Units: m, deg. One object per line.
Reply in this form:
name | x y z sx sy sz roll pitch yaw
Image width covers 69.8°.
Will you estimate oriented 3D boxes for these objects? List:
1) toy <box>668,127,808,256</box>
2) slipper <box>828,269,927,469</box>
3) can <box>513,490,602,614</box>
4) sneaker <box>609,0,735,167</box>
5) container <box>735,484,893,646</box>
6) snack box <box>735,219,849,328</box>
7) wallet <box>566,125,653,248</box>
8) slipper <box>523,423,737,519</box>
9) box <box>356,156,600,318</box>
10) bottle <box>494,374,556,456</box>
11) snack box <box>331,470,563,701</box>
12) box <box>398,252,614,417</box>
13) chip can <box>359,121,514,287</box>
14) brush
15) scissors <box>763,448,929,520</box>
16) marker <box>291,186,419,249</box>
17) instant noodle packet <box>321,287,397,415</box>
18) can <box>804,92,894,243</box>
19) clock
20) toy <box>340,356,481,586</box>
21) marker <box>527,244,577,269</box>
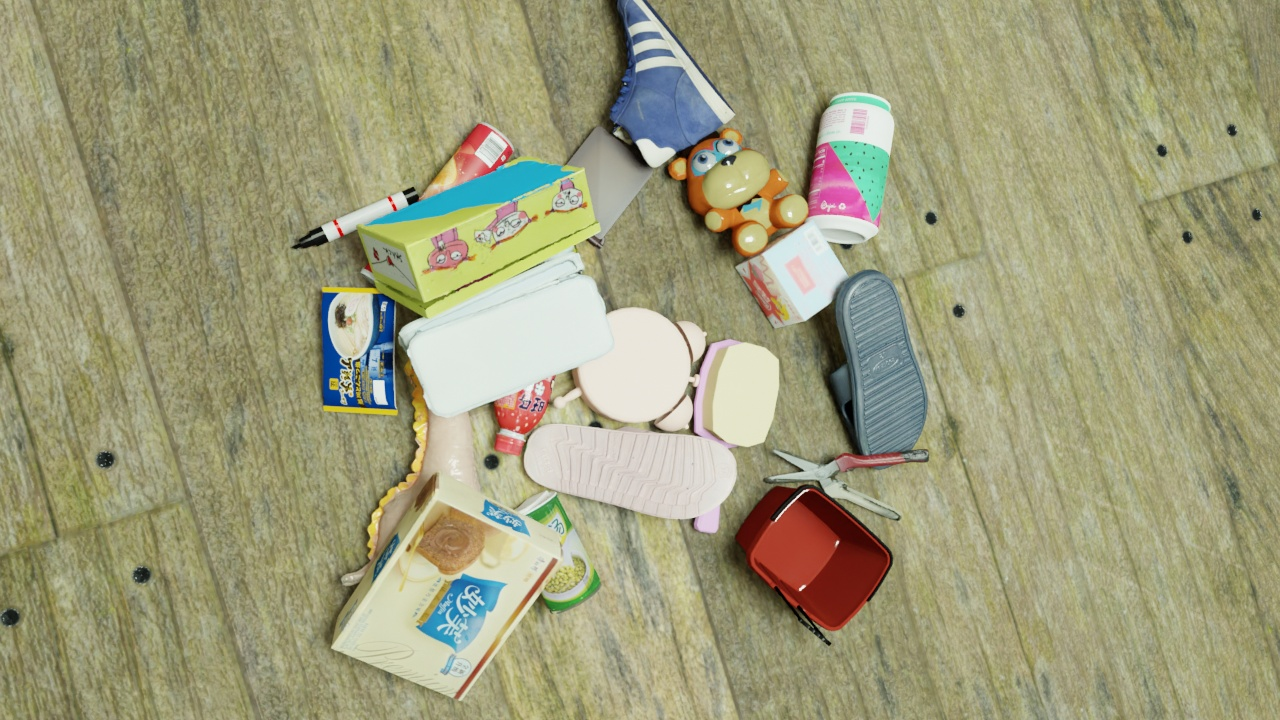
toy | 0.108 -0.200 1.071 0.112 0.096 0.176 -36 61 -10
slipper | 0.274 0.006 1.099 0.101 0.082 0.264 -24 118 -12
can | -0.098 0.210 1.013 0.067 0.067 0.121 -28 93 -13
sneaker | -0.002 -0.329 1.067 0.119 0.091 0.233 -39 74 17
container | 0.194 0.220 1.010 0.148 0.201 0.127 41 84 -9
snack box | 0.179 -0.099 1.082 0.079 0.095 0.093 -35 95 -13
wallet | -0.050 -0.203 1.076 0.091 0.018 0.115 38 83 -9
slipper | -0.012 0.122 1.043 0.239 0.064 0.094 8 87 4
box | -0.164 -0.136 0.956 0.220 0.124 0.083 -30 125 -32
bottle | -0.130 0.037 1.019 0.062 0.062 0.137 16 84 -12
snack box | -0.198 0.236 0.946 0.153 0.055 0.208 31 104 -19
box | -0.148 -0.034 0.969 0.211 0.106 0.130 -20 100 -14
chip can | -0.222 -0.166 1.013 0.052 0.052 0.214 37 79 -9
brush | 0.103 0.089 1.072 0.089 0.043 0.228 14 84 -25
scissors | 0.257 0.144 1.108 0.197 0.015 0.179 -26 120 16
marker | -0.313 -0.154 1.008 0.145 0.019 0.019 -27 93 -13
instant noodle packet | -0.300 -0.010 0.982 0.087 0.026 0.134 2 95 13
can | 0.253 -0.230 1.110 0.088 0.088 0.165 11 84 -13
clock | -0.006 0.006 1.043 0.160 0.086 0.131 13 84 -19
toy | -0.241 0.103 0.990 0.196 0.065 0.264 -9 86 -12
marker | -0.142 -0.108 1.047 0.146 0.017 0.017 -20 91 -13
